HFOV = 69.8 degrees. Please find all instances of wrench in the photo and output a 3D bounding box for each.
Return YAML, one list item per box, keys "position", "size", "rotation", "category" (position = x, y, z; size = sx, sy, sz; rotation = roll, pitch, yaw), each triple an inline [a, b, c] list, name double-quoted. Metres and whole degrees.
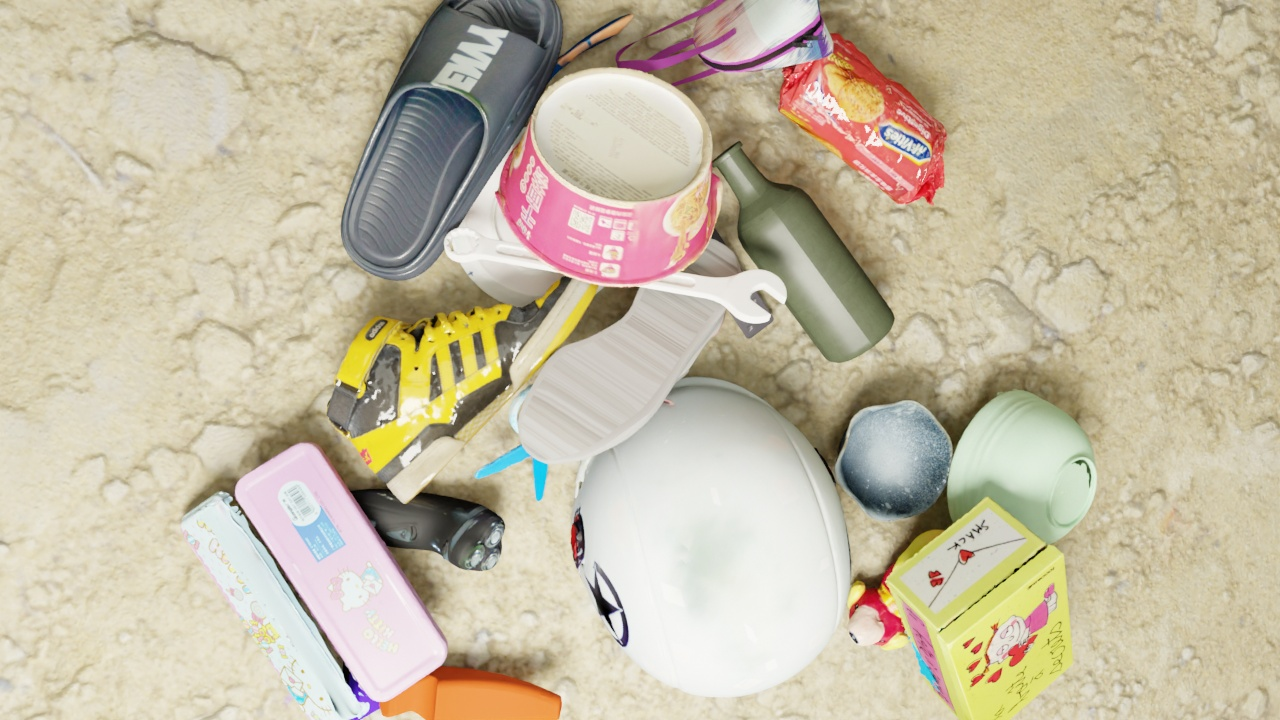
- position: [-0.021, -0.071, 0.724]
  size: [0.273, 0.009, 0.047]
  rotation: [10, 60, 2]
  category: "wrench"

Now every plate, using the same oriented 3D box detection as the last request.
- position: [-0.084, -0.120, 0.778]
  size: [0.157, 0.014, 0.157]
  rotation: [-1, 95, -10]
  category: "plate"

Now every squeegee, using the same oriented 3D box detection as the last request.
- position: [-0.159, 0.284, 0.777]
  size: [0.185, 0.055, 0.249]
  rotation: [4, 86, 4]
  category: "squeegee"

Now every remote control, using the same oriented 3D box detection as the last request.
- position: [0.069, -0.082, 0.809]
  size: [0.032, 0.015, 0.136]
  rotation: [-37, 103, -6]
  category: "remote control"

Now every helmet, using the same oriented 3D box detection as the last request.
- position: [0.066, 0.149, 0.754]
  size: [0.236, 0.164, 0.264]
  rotation: [-11, 96, -11]
  category: "helmet"

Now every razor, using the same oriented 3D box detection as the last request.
- position: [-0.184, 0.139, 0.757]
  size: [0.140, 0.063, 0.053]
  rotation: [10, 110, -1]
  category: "razor"

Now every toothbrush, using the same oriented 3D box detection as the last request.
- position: [-0.061, -0.253, 0.769]
  size: [0.135, 0.021, 0.017]
  rotation: [-39, 118, -3]
  category: "toothbrush"

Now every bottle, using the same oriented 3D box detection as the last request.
- position: [0.134, -0.096, 0.792]
  size: [0.071, 0.071, 0.207]
  rotation: [-39, 100, -5]
  category: "bottle"

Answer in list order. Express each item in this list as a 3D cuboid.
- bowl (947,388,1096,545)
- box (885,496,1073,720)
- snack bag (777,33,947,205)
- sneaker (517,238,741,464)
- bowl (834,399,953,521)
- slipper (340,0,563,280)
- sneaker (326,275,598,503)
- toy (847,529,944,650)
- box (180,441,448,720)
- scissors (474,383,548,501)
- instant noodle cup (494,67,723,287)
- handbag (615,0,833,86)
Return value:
- position: [0.354, 0.107, 0.823]
  size: [0.150, 0.077, 0.151]
  rotation: [-9, 107, -31]
  category: "bowl"
- position: [0.300, 0.231, 0.794]
  size: [0.124, 0.082, 0.221]
  rotation: [-35, 131, -8]
  category: "box"
- position: [0.195, -0.209, 0.792]
  size: [0.176, 0.082, 0.082]
  rotation: [34, 88, -12]
  category: "snack bag"
- position: [-0.004, 0.004, 0.751]
  size: [0.099, 0.090, 0.235]
  rotation: [37, 70, 18]
  category: "sneaker"
- position: [0.221, 0.087, 0.831]
  size: [0.110, 0.055, 0.110]
  rotation: [-1, 95, -10]
  category: "bowl"
- position: [-0.159, -0.189, 0.718]
  size: [0.110, 0.083, 0.268]
  rotation: [29, 92, 1]
  category: "slipper"
- position: [-0.149, -0.010, 0.739]
  size: [0.122, 0.086, 0.238]
  rotation: [43, 84, -8]
  category: "sneaker"
- position: [0.246, 0.205, 0.838]
  size: [0.105, 0.067, 0.137]
  rotation: [22, 112, -47]
  category: "toy"
- position: [-0.264, 0.185, 0.733]
  size: [0.149, 0.051, 0.214]
  rotation: [-32, 94, 12]
  category: "box"
- position: [-0.082, 0.068, 0.769]
  size: [0.125, 0.014, 0.130]
  rotation: [-26, 130, -24]
  category: "scissors"
- position: [-0.019, -0.152, 0.712]
  size: [0.178, 0.078, 0.178]
  rotation: [5, 59, -8]
  category: "instant noodle cup"
- position: [0.062, -0.263, 0.746]
  size: [0.170, 0.144, 0.068]
  rotation: [-18, 131, 13]
  category: "handbag"
